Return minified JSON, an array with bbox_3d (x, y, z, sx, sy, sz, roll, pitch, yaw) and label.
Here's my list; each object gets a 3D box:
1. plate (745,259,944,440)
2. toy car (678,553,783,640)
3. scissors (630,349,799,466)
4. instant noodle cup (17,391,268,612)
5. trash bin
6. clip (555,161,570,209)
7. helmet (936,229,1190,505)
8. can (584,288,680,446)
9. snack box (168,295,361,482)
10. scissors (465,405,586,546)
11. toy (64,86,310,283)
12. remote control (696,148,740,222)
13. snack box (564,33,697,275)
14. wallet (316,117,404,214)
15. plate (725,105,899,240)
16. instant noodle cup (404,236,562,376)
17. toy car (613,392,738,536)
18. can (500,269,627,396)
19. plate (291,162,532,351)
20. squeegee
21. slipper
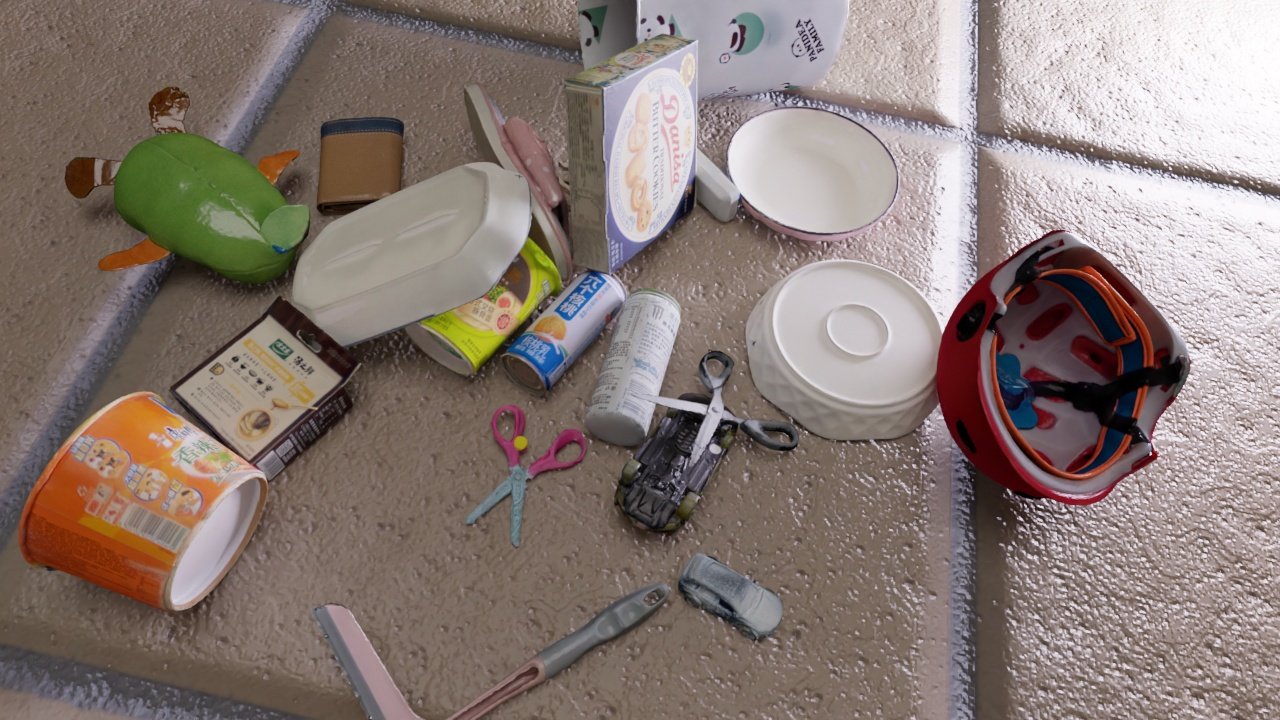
[{"bbox_3d":[0.207,-0.019,0.900,0.205,0.046,0.204,2,59,-4],"label":"plate"},{"bbox_3d":[0.076,0.194,0.761,0.090,0.034,0.042,29,56,11],"label":"toy car"},{"bbox_3d":[0.066,0.041,0.828,0.178,0.014,0.159,15,37,-27],"label":"scissors"},{"bbox_3d":[-0.371,0.115,0.706,0.111,0.152,0.151,27,59,2],"label":"instant noodle cup"},{"bbox_3d":[0.077,-0.395,1.029,0.251,0.230,0.229,-7,59,-17],"label":"trash bin"},{"bbox_3d":[-0.053,-0.172,0.979,0.100,0.035,0.070,36,60,11],"label":"clip"},{"bbox_3d":[0.353,0.020,0.830,0.207,0.144,0.239,39,69,-7],"label":"helmet"},{"bbox_3d":[-0.005,0.005,0.856,0.058,0.058,0.146,15,57,4],"label":"can"},{"bbox_3d":[-0.326,0.024,0.813,0.113,0.053,0.125,37,64,17],"label":"snack box"},{"bbox_3d":[-0.098,0.100,0.814,0.118,0.017,0.133,3,62,-9],"label":"scissors"},{"bbox_3d":[-0.432,-0.158,0.899,0.247,0.090,0.226,37,62,13],"label":"toy"},{"bbox_3d":[0.060,-0.204,0.999,0.024,0.049,0.125,-32,66,-20],"label":"remote control"},{"bbox_3d":[-0.004,-0.203,0.889,0.046,0.178,0.182,18,39,25],"label":"snack box"},{"bbox_3d":[-0.297,-0.208,0.977,0.090,0.033,0.115,-5,59,-6],"label":"wallet"},{"bbox_3d":[0.187,-0.202,1.016,0.192,0.039,0.192,2,58,-4],"label":"plate"},{"bbox_3d":[-0.153,-0.055,0.857,0.112,0.112,0.123,29,68,12],"label":"instant noodle cup"},{"bbox_3d":[0.035,0.089,0.815,0.070,0.042,0.157,30,48,11],"label":"toy car"},{"bbox_3d":[-0.071,-0.030,0.874,0.053,0.053,0.134,32,60,14],"label":"can"},{"bbox_3d":[-0.221,-0.102,0.839,0.266,0.034,0.161,-17,54,20],"label":"plate"},{"bbox_3d":[-0.081,0.242,0.712,0.249,0.040,0.247,-26,80,-26],"label":"squeegee"},{"bbox_3d":[-0.117,-0.189,0.939,0.054,0.114,0.274,-21,56,-13],"label":"slipper"}]
